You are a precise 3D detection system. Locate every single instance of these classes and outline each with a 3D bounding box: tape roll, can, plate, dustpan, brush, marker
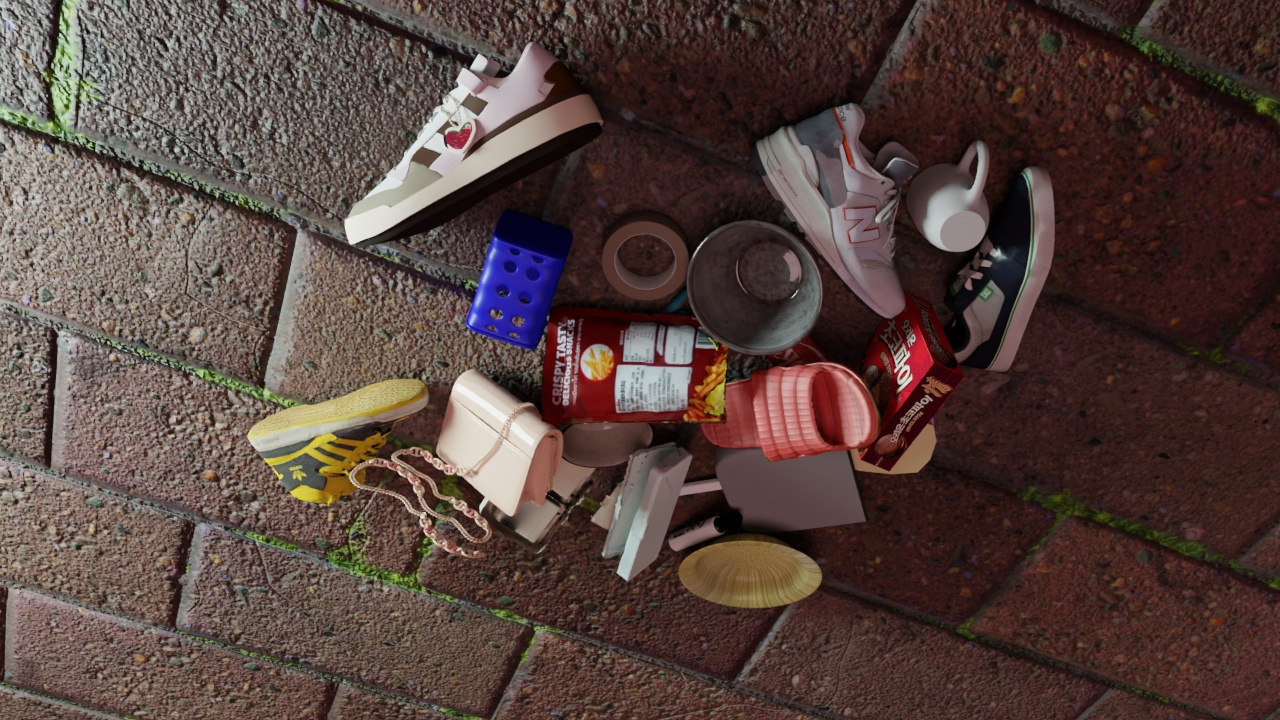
[{"bbox_3d":[0.006,-0.113,0.993,0.094,0.030,0.094,2,122,2],"label":"tape roll"},{"bbox_3d":[0.172,-0.010,1.035,0.054,0.054,0.096,-36,114,23],"label":"can"},{"bbox_3d":[0.144,0.268,1.208,0.184,0.036,0.185,4,140,3],"label":"plate"},{"bbox_3d":[0.139,0.157,1.141,0.258,0.033,0.163,-11,131,16],"label":"dustpan"},{"bbox_3d":[0.237,0.083,1.096,0.228,0.043,0.089,6,123,-1],"label":"brush"},{"bbox_3d":[0.084,0.218,1.177,0.025,0.025,0.126,39,137,-19],"label":"marker"}]

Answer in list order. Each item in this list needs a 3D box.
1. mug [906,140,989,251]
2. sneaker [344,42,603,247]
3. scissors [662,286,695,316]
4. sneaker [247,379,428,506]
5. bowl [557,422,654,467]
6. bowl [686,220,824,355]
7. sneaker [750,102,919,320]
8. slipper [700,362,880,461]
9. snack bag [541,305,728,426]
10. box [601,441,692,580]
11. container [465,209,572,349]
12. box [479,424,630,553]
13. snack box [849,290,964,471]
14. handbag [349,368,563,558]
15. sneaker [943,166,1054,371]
[{"bbox_3d":[0.316,-0.162,0.908,0.071,0.089,0.107,17,122,-7],"label":"mug"},{"bbox_3d":[-0.189,-0.214,0.911,0.294,0.111,0.116,-25,96,19],"label":"sneaker"},{"bbox_3d":[0.032,-0.048,1.040,0.130,0.019,0.135,0,116,8],"label":"scissors"},{"bbox_3d":[-0.350,0.105,1.119,0.239,0.085,0.122,-13,115,16],"label":"sneaker"},{"bbox_3d":[-0.045,0.071,1.085,0.115,0.059,0.116,-7,142,-6],"label":"bowl"},{"bbox_3d":[0.128,-0.085,0.968,0.145,0.067,0.145,10,116,20],"label":"bowl"},{"bbox_3d":[0.227,-0.156,0.918,0.124,0.088,0.240,-36,111,26],"label":"sneaker"},{"bbox_3d":[0.145,0.058,1.003,0.249,0.059,0.103,-6,93,48],"label":"slipper"},{"bbox_3d":[-0.006,0.006,1.011,0.208,0.138,0.067,2,167,4],"label":"snack bag"},{"bbox_3d":[0.011,0.187,1.140,0.086,0.072,0.199,-2,130,-20],"label":"box"},{"bbox_3d":[-0.129,-0.088,0.986,0.084,0.085,0.114,18,121,-8],"label":"container"},{"bbox_3d":[-0.096,0.178,1.160,0.181,0.081,0.143,39,88,-14],"label":"box"},{"bbox_3d":[0.276,0.019,0.988,0.036,0.151,0.133,22,121,-11],"label":"snack box"},{"bbox_3d":[-0.191,0.104,1.017,0.199,0.186,0.117,32,118,33],"label":"handbag"},{"bbox_3d":[0.365,-0.090,0.957,0.079,0.084,0.236,3,126,2],"label":"sneaker"}]
